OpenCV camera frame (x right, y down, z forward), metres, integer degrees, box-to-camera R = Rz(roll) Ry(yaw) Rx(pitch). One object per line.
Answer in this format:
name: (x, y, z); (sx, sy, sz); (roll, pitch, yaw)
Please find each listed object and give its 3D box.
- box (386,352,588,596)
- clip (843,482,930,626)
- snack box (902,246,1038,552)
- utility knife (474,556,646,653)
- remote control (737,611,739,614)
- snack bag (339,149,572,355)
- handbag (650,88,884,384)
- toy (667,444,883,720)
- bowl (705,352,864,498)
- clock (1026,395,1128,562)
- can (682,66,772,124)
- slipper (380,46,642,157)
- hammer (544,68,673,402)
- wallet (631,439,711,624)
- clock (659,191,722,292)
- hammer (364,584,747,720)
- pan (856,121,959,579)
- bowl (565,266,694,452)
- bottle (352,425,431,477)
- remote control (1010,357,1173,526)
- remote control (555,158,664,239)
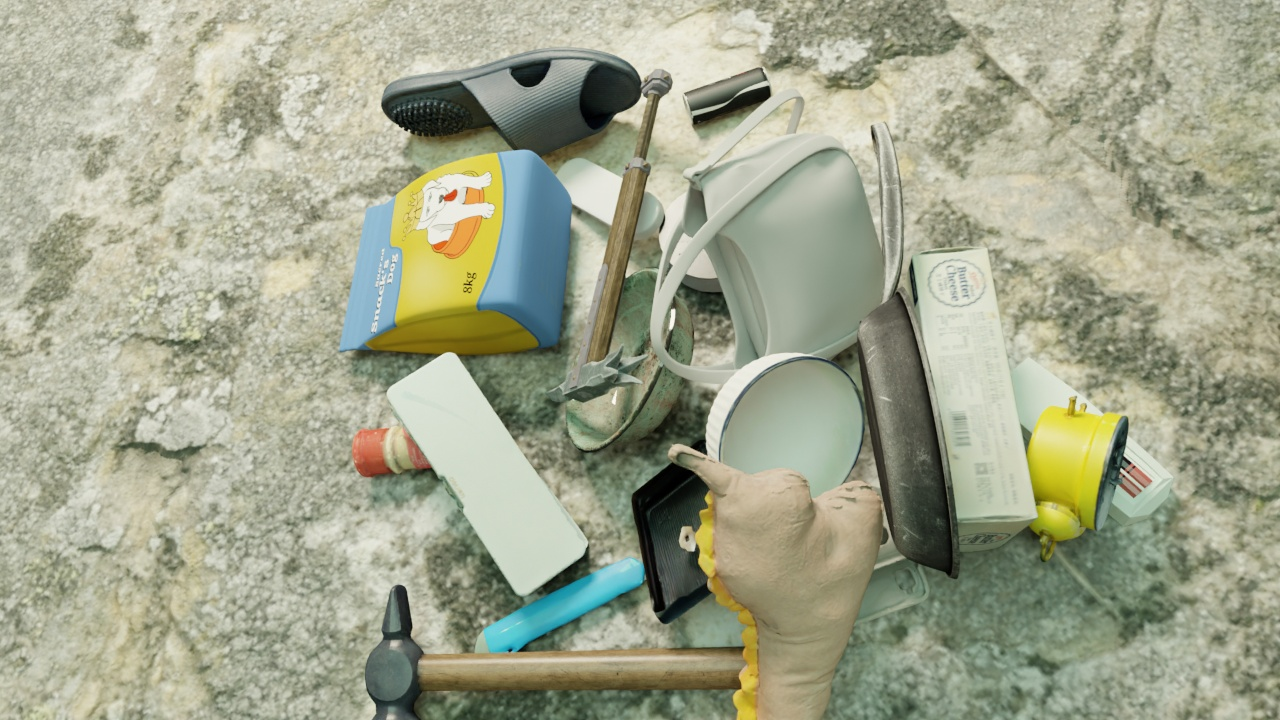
box: (-0.121, 0.089, 0.731); (0.083, 0.066, 0.199); (-38, 83, 10)
clip: (0.135, 0.121, 0.674); (0.126, 0.097, 0.152); (-16, 76, -8)
snack box: (0.237, 0.031, 0.687); (0.057, 0.104, 0.207); (-3, 67, 6)
utility knife: (-0.052, 0.191, 0.721); (0.179, 0.015, 0.031); (-26, 68, 2)
remote control: (0.078, 0.132, 0.723); (0.050, 0.011, 0.135); (-20, 66, 0)
snack bag: (-0.174, -0.088, 0.823); (0.206, 0.102, 0.158); (-6, 66, 21)
handbag: (0.081, -0.073, 0.695); (0.222, 0.216, 0.096); (-33, 23, -30)
toy: (0.072, 0.194, 0.608); (0.196, 0.065, 0.264); (18, 97, -11)
bowl: (0.093, 0.047, 0.651); (0.118, 0.118, 0.062); (-43, 28, -9)
clock: (0.304, 0.086, 0.646); (0.057, 0.083, 0.118); (14, 90, 33)
can: (0.082, -0.252, 0.873); (0.080, 0.031, 0.031); (-18, 65, 3)
slipper: (-0.126, -0.228, 0.873); (0.264, 0.101, 0.082); (-2, 75, 16)
hammer: (-0.016, -0.114, 0.777); (0.028, 0.147, 0.316); (23, 66, -26)
wallet: (0.036, 0.128, 0.691); (0.089, 0.026, 0.114); (-41, 38, 26)
clock: (0.077, -0.107, 0.812); (0.123, 0.035, 0.094); (2, 68, 11)
hammer: (-0.048, 0.231, 0.687); (0.322, 0.040, 0.129); (-3, 77, 6)
pan: (0.175, -0.027, 0.635); (0.055, 0.187, 0.356); (-10, 59, 11)
bowl: (-0.005, 0.005, 0.739); (0.038, 0.158, 0.157); (23, 67, -26)
bottle: (-0.188, 0.074, 0.782); (0.109, 0.044, 0.044); (-8, 66, 7)
remote control: (0.334, 0.059, 0.698); (0.049, 0.024, 0.143); (-39, 67, -7)
remote control: (-0.031, -0.150, 0.842); (0.136, 0.013, 0.043); (35, 90, 37)
